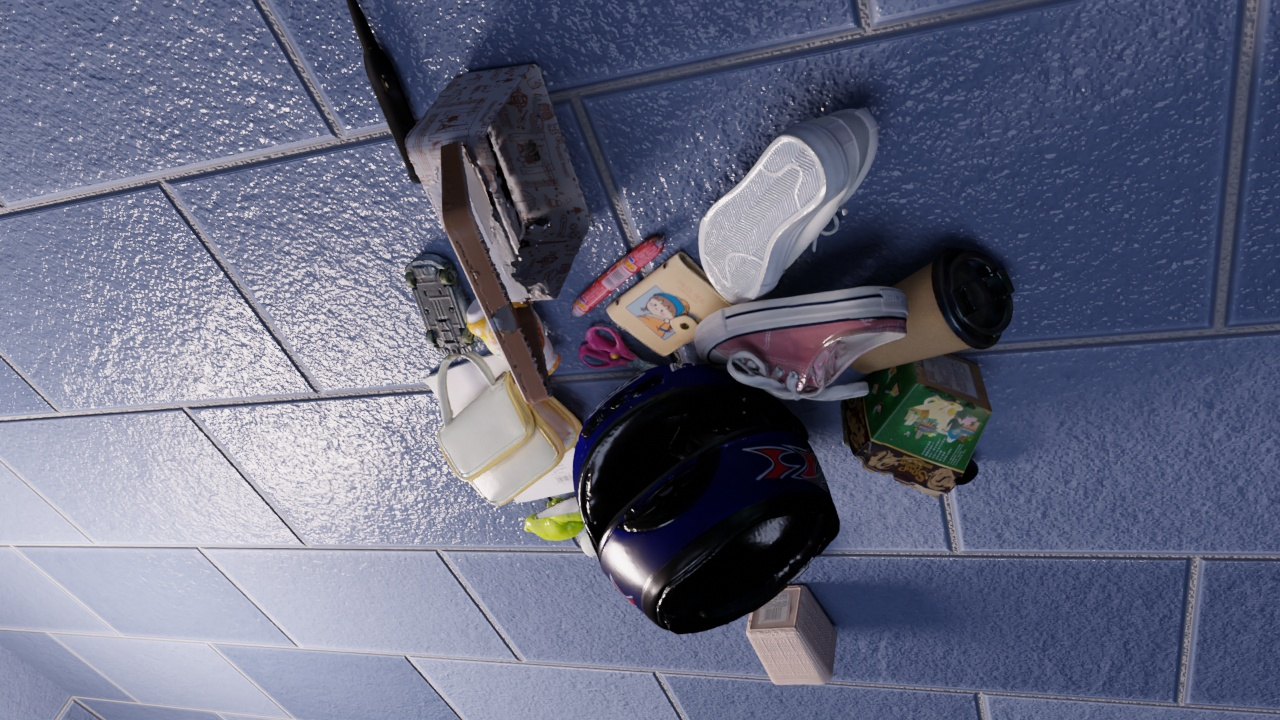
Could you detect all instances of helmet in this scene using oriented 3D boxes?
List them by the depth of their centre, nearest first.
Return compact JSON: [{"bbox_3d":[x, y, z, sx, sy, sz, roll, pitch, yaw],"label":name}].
[{"bbox_3d":[0.047,0.120,0.911,0.247,0.240,0.315,-40,153,5],"label":"helmet"}]

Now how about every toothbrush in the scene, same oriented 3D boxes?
[{"bbox_3d":[-0.230,-0.254,0.812,0.026,0.027,0.213,-29,131,-15],"label":"toothbrush"}]

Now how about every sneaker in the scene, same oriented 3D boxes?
[{"bbox_3d":[0.125,-0.132,0.783,0.089,0.090,0.243,52,155,8],"label":"sneaker"},{"bbox_3d":[0.137,-0.007,0.833,0.118,0.087,0.242,6,170,-37],"label":"sneaker"}]

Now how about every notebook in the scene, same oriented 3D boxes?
[{"bbox_3d":[-0.150,0.084,1.105,0.151,0.012,0.209,-16,116,32],"label":"notebook"}]

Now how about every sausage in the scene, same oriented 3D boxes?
[{"bbox_3d":[-0.026,-0.083,0.916,0.020,0.020,0.156,38,133,-19],"label":"sausage"}]

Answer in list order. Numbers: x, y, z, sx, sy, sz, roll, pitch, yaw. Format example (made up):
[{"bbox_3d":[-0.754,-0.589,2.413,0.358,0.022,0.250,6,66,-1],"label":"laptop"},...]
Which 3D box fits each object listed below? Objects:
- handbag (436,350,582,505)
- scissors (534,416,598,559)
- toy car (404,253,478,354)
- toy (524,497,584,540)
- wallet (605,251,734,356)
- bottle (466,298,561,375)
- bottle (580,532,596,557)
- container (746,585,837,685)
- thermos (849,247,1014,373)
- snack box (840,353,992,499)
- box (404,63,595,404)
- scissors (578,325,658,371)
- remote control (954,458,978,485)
[{"bbox_3d":[-0.177,0.073,1.066,0.179,0.063,0.164,47,126,-9],"label":"handbag"},{"bbox_3d":[-0.054,0.161,1.140,0.221,0.021,0.235,-3,120,29],"label":"scissors"},{"bbox_3d":[-0.213,-0.060,0.993,0.054,0.036,0.121,-2,123,22],"label":"toy car"},{"bbox_3d":[-0.106,0.215,1.231,0.096,0.031,0.100,7,140,-6],"label":"toy"},{"bbox_3d":[0.032,-0.053,0.925,0.087,0.024,0.115,42,131,-16],"label":"wallet"},{"bbox_3d":[-0.132,-0.028,0.977,0.063,0.063,0.108,-23,123,35],"label":"bottle"},{"bbox_3d":[-0.001,0.213,1.185,0.195,0.043,0.080,-28,113,38],"label":"bottle"},{"bbox_3d":[0.203,0.368,1.242,0.090,0.089,0.111,-12,125,29],"label":"container"},{"bbox_3d":[0.251,-0.038,0.822,0.093,0.092,0.144,39,141,-20],"label":"thermos"},{"bbox_3d":[0.274,0.048,0.890,0.118,0.117,0.106,21,125,-6],"label":"snack box"},{"bbox_3d":[-0.114,-0.108,0.748,0.110,0.258,0.179,-3,132,19],"label":"box"},{"bbox_3d":[-0.005,0.008,1.005,0.137,0.017,0.073,27,136,-14],"label":"scissors"},{"bbox_3d":[0.294,0.095,0.980,0.136,0.024,0.053,22,138,-2],"label":"remote control"}]
